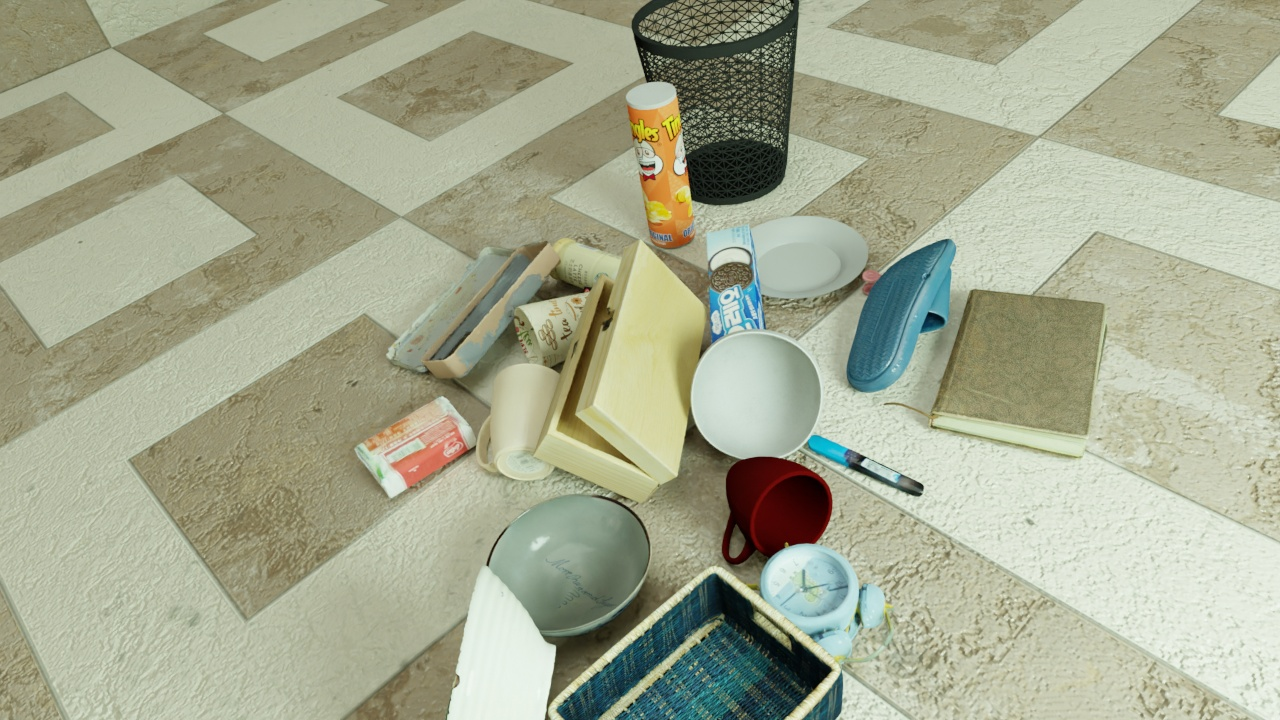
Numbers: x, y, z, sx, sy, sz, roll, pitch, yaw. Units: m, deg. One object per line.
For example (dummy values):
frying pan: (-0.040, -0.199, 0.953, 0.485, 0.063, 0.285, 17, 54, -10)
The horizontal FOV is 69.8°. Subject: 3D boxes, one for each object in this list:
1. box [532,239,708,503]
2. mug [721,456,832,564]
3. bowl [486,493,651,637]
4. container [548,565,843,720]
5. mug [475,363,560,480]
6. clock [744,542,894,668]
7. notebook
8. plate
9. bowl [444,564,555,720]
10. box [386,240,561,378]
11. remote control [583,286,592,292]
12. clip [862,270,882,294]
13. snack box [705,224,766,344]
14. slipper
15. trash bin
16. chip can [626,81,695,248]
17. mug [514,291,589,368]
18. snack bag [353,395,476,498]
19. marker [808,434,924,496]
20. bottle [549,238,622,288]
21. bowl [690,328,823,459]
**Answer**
box: (-0.002, 0.005, 0.956, 0.140, 0.123, 0.248, 23, 46, -8)
mug: (0.110, 0.137, 0.855, 0.114, 0.087, 0.088, -54, 30, 0)
bowl: (-0.061, 0.196, 0.833, 0.151, 0.057, 0.150, -6, 42, 6)
container: (0.045, 0.272, 0.712, 0.187, 0.071, 0.145, -35, 46, -24)
mug: (-0.131, 0.075, 0.977, 0.112, 0.085, 0.104, -27, 42, 26)
clock: (0.153, 0.208, 0.774, 0.088, 0.052, 0.124, -36, 48, -27)
notebook: (0.377, 0.004, 0.959, 0.190, 0.034, 0.214, 11, 46, 24)
plate: (0.198, -0.125, 1.156, 0.173, 0.019, 0.172, -7, 42, 6)
bowl: (-0.106, 0.253, 0.713, 0.071, 0.178, 0.176, 10, 43, -4)
box: (-0.211, -0.070, 1.150, 0.154, 0.058, 0.216, 2, 47, 45)
remote control: (-0.019, -0.058, 1.121, 0.125, 0.039, 0.010, 21, 19, 26)
clip: (0.291, -0.094, 1.087, 0.059, 0.038, 0.022, 13, 44, 20)
snack box: (0.111, -0.062, 1.059, 0.059, 0.059, 0.225, -9, 48, 12)
slipper: (0.289, -0.047, 1.010, 0.104, 0.059, 0.213, -13, 41, 56)
trash bin: (0.114, -0.362, 1.268, 0.217, 0.244, 0.216, -7, 42, 6)
chip can: (0.029, -0.248, 1.187, 0.062, 0.211, 0.062, -7, 42, 6)
mug: (-0.098, -0.043, 1.110, 0.097, 0.081, 0.122, -21, 15, -21)
snack bag: (-0.245, 0.093, 1.006, 0.115, 0.036, 0.077, -33, 45, -21)
marker: (0.220, 0.104, 0.902, 0.123, 0.015, 0.018, 24, 56, 31)
bottle: (-0.044, -0.109, 1.168, 0.162, 0.057, 0.056, 22, 52, 33)
bowl: (0.118, 0.033, 0.933, 0.132, 0.132, 0.064, -4, 4, 9)
